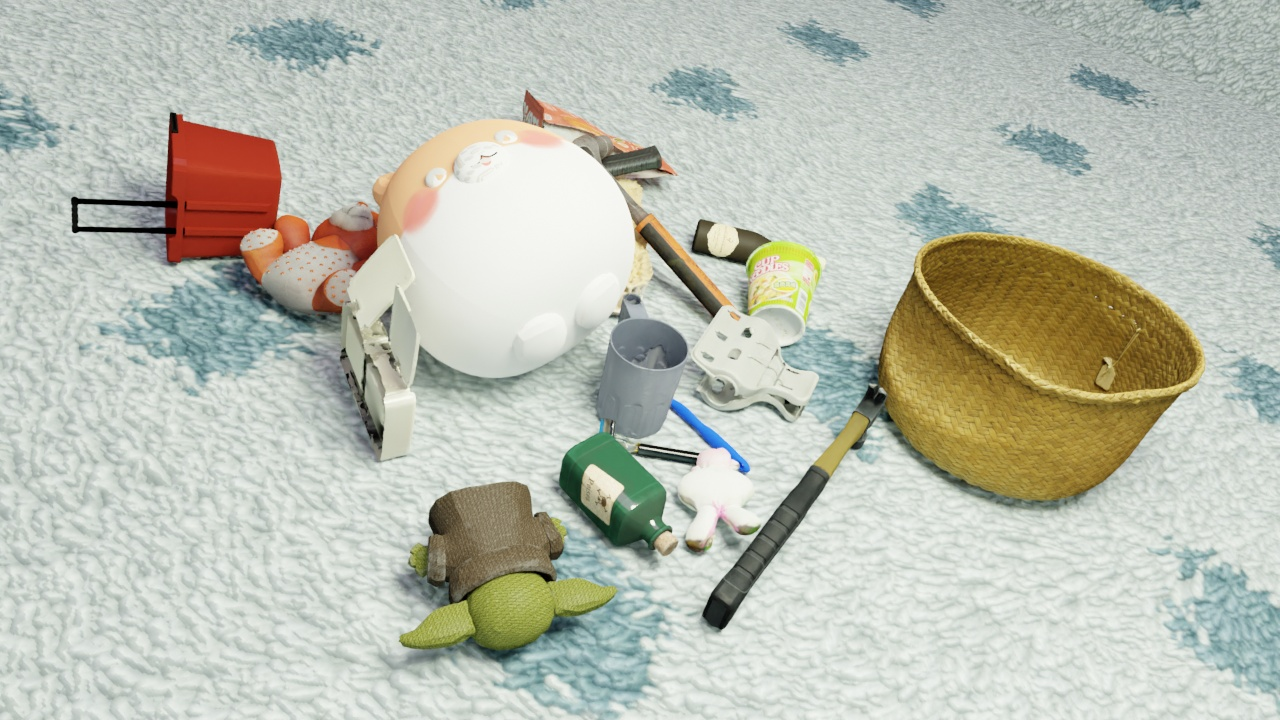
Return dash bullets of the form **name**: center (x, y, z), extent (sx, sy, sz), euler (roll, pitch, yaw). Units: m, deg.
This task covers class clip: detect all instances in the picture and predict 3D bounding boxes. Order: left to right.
- **clip**: center (0.128, 0.017, 1.069), extent (0.152, 0.096, 0.125), euler (40, 44, -3)

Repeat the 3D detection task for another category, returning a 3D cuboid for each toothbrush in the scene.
- **toothbrush**: center (0.057, 0.062, 1.013), extent (0.018, 0.016, 0.182), euler (-20, 51, -41)

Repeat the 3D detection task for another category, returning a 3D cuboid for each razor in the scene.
- **razor**: center (0.024, 0.096, 0.963), extent (0.144, 0.022, 0.042), euler (13, 66, -11)

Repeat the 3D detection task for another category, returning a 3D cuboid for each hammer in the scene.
- **hammer**: center (-0.127, -0.241, 1.229), extent (0.318, 0.032, 0.130), euler (-14, 43, -9)
- **hammer**: center (0.014, -0.154, 1.141), extent (0.314, 0.035, 0.137), euler (49, 33, 5)
- **hammer**: center (0.162, 0.132, 0.906), extent (0.025, 0.118, 0.331), euler (33, 49, 18)

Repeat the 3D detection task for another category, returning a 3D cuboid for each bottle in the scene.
- **bottle**: center (-0.015, 0.134, 0.873), extent (0.061, 0.061, 0.131), euler (-26, 55, -35)
- **bottle**: center (0.165, -0.152, 1.266), extent (0.184, 0.045, 0.045), euler (13, 40, -2)

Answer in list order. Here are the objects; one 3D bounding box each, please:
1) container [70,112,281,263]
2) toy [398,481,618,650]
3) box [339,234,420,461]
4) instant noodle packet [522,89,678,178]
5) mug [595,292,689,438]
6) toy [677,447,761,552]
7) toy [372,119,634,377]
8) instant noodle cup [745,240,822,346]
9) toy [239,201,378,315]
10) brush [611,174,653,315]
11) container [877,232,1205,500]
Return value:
- **container**: center (-0.516, -0.189, 1.024), extent (0.200, 0.148, 0.127), euler (0, 43, -30)
- **toy**: center (-0.124, 0.173, 0.785), extent (0.179, 0.078, 0.152), euler (-8, 53, -22)
- **box**: center (-0.242, -0.011, 0.873), extent (0.050, 0.184, 0.143), euler (-12, 55, -30)
- **instant noodle packet**: center (-0.063, -0.322, 1.357), extent (0.220, 0.084, 0.164), euler (8, 22, -21)
- **mug**: center (-0.006, 0.006, 0.990), extent (0.083, 0.104, 0.123), euler (-3, 43, -20)
- **toy**: center (0.077, 0.135, 0.914), extent (0.079, 0.038, 0.122), euler (-8, 43, 6)
- **toy**: center (-0.149, -0.127, 0.963), extent (0.262, 0.266, 0.280), euler (-35, 69, -17)
- **instant noodle cup**: center (0.176, -0.080, 1.157), extent (0.099, 0.099, 0.107), euler (15, 48, 0)
- **toy**: center (-0.342, -0.122, 1.043), extent (0.164, 0.093, 0.172), euler (20, 38, 16)
- **brush**: center (-0.034, -0.159, 1.205), extent (0.083, 0.057, 0.270), euler (8, 41, -10)
- **container**: center (0.438, 0.010, 1.052), extent (0.307, 0.197, 0.306), euler (7, 41, -6)
